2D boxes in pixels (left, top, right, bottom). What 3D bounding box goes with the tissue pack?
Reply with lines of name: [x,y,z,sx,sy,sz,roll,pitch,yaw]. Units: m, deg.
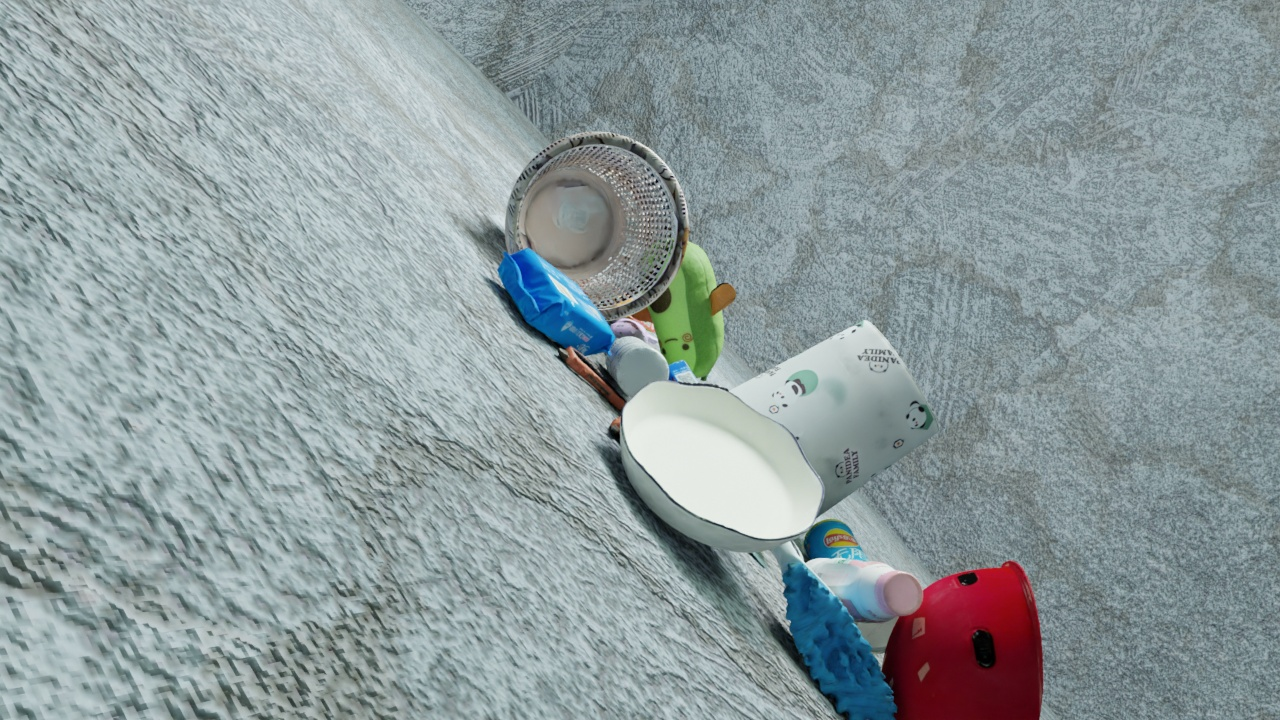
tissue pack: [-0.092,-0.058,1.014,0.095,0.052,0.157,55,11,33]

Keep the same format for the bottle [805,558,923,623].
bottle: [0.217,0.232,0.921,0.068,0.068,0.197,47,-17,2]

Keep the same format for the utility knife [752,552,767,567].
utility knife: [0.078,0.149,0.993,0.219,0.015,0.033,51,13,-16]

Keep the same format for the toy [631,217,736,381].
toy: [0.053,-0.086,1.242,0.227,0.089,0.247,-7,-80,58]

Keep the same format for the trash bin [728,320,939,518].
trash bin: [0.253,0.086,1.273,0.229,0.252,0.229,56,5,-8]

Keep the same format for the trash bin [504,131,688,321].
trash bin: [-0.073,-0.174,1.187,0.227,0.227,0.192,44,-4,-18]

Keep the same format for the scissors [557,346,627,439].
scissors: [-0.011,0.061,1.002,0.189,0.015,0.225,49,8,14]

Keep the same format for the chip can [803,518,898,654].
chip can: [0.273,0.286,1.185,0.071,0.071,0.210,45,9,-18]

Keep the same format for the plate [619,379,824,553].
plate: [0.071,0.100,0.861,0.205,0.046,0.204,19,31,-12]

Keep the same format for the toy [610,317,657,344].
toy: [-0.014,-0.037,1.339,0.084,0.039,0.108,27,9,-3]

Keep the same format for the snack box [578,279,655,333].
snack box: [-0.037,-0.084,1.387,0.077,0.027,0.155,18,-6,29]

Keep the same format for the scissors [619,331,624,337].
scissors: [0.033,0.019,1.242,0.162,0.012,0.175,47,8,3]

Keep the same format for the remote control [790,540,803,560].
remote control: [0.145,0.197,1.130,0.150,0.021,0.058,44,9,-19]

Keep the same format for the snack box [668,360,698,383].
snack box: [0.070,0.085,1.029,0.157,0.026,0.085,57,-26,27]

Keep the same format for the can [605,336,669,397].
can: [-0.006,0.006,1.059,0.058,0.058,0.147,46,-1,-9]

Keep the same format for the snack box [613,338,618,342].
snack box: [0.021,0.040,1.213,0.156,0.026,0.085,41,10,-34]

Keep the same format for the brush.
brush: [0.144,0.198,0.885,0.314,0.060,0.109,60,5,11]

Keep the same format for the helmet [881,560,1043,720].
helmet: [0.297,0.302,0.856,0.206,0.144,0.240,-80,159,-55]
